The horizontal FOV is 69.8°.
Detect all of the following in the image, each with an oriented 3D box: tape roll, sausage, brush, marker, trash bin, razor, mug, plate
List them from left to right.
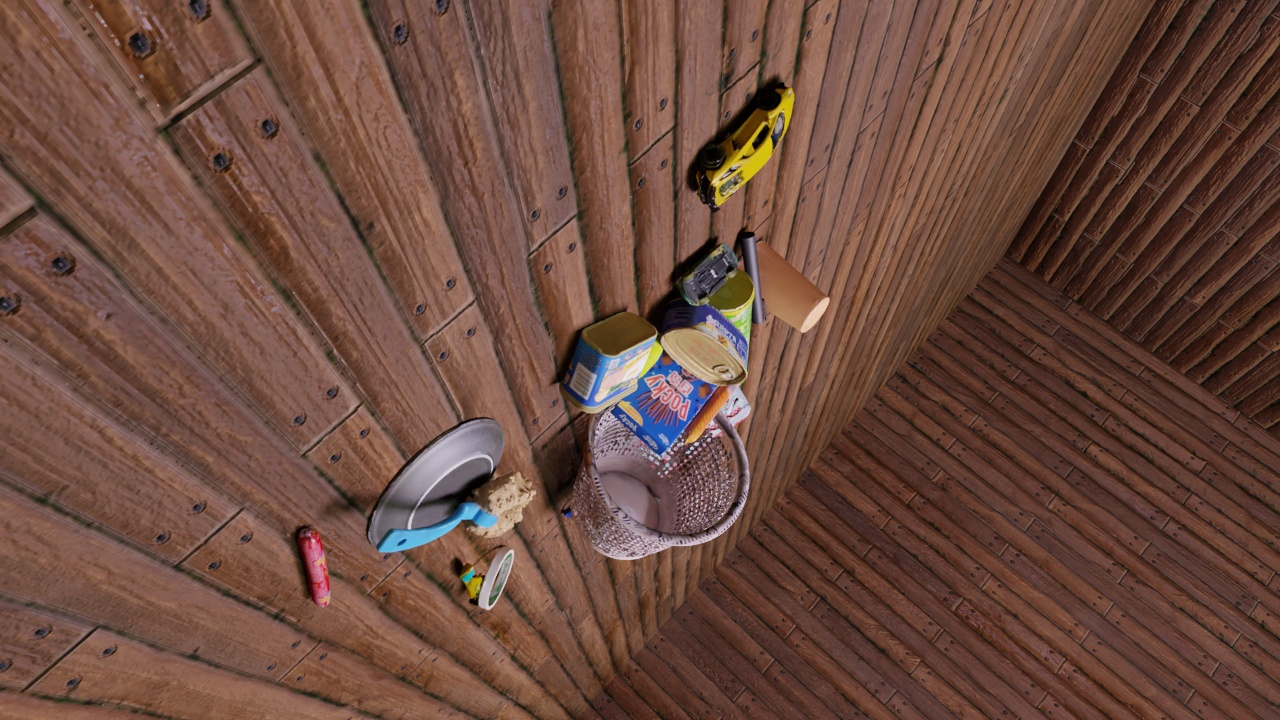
[{"bbox_3d":[-0.303,0.195,0.858,0.020,0.020,0.156,-37,157,-34],"label":"sausage"},{"bbox_3d":[-0.204,0.136,0.959,0.179,0.024,0.180,-43,160,-20],"label":"plate"},{"bbox_3d":[-0.183,0.161,0.932,0.083,0.046,0.254,-50,166,13],"label":"brush"},{"bbox_3d":[-0.219,0.284,1.192,0.133,0.028,0.043,98,18,-64],"label":"razor"},{"bbox_3d":[-0.195,0.295,1.243,0.085,0.014,0.086,21,88,-83],"label":"tape roll"},{"bbox_3d":[0.003,0.168,1.229,0.226,0.227,0.193,-35,169,-36],"label":"trash bin"},{"bbox_3d":[0.098,0.056,1.206,0.164,0.021,0.022,-47,163,-37],"label":"sausage"},{"bbox_3d":[0.148,-0.106,1.197,0.020,0.022,0.132,-65,149,-51],"label":"marker"},{"bbox_3d":[0.190,-0.096,1.241,0.078,0.123,0.078,-43,161,-19],"label":"mug"}]

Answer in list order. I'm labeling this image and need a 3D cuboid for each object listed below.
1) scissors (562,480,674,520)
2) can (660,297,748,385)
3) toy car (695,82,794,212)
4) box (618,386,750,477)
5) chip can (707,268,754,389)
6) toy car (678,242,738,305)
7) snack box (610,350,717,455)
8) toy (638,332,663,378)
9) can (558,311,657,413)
[{"bbox_3d":[-0.037,0.206,1.361,0.171,0.012,0.141,-31,156,34],"label":"scissors"},{"bbox_3d":[0.082,-0.022,1.150,0.148,0.075,0.049,38,49,-42],"label":"can"},{"bbox_3d":[0.113,-0.224,0.957,0.155,0.041,0.071,-48,161,-8],"label":"toy car"},{"bbox_3d":[0.061,0.095,1.371,0.201,0.095,0.099,-36,130,-1],"label":"box"},{"bbox_3d":[0.114,-0.036,1.243,0.072,0.072,0.222,-43,155,-19],"label":"chip can"},{"bbox_3d":[0.080,-0.103,1.102,0.091,0.043,0.036,-45,-157,-30],"label":"toy car"},{"bbox_3d":[0.039,0.041,1.182,0.156,0.084,0.026,-49,-179,-36],"label":"snack box"},{"bbox_3d":[-0.007,0.007,1.137,0.100,0.031,0.096,-49,172,14],"label":"toy"},{"bbox_3d":[-0.035,0.000,1.028,0.101,0.057,0.083,-28,149,-48],"label":"can"}]
